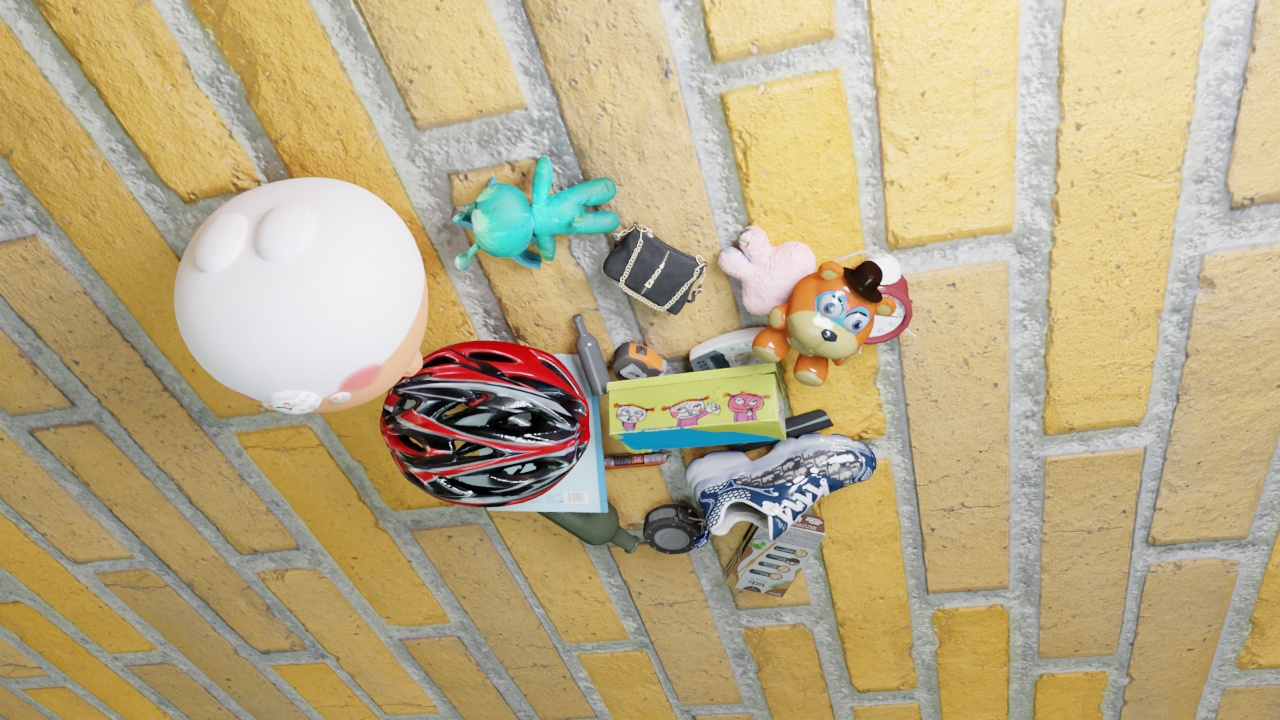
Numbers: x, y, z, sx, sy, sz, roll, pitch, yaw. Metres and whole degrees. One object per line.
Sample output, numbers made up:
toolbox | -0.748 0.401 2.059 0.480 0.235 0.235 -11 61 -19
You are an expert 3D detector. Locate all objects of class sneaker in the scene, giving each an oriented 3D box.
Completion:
sneaker | 0.196 0.188 1.273 0.270 0.132 0.103 -11 140 11

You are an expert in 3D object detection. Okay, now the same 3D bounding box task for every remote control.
remote control | 0.121 -0.008 1.181 0.114 0.028 0.060 -17 129 22
remote control | 0.197 0.101 1.284 0.147 0.015 0.033 -20 128 23

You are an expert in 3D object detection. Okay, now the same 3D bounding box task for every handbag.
handbag | 0.018 -0.112 1.088 0.128 0.054 0.079 29 119 -16

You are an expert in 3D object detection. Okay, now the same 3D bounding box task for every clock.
clock | 0.270 -0.074 1.089 0.096 0.048 0.137 -18 130 22
clock | 0.055 0.259 1.430 0.123 0.043 0.091 -20 128 23

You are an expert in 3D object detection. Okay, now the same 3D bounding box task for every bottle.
bottle | -0.086 0.236 1.406 0.206 0.071 0.072 37 126 -26
bottle | -0.066 -0.009 1.193 0.030 0.030 0.113 -10 116 15

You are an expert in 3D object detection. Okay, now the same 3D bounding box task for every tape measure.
tape measure | -0.007 0.007 1.203 0.058 0.038 0.059 -30 124 30

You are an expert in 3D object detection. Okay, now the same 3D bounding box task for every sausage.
sausage | -0.030 0.150 1.354 0.155 0.020 0.020 -6 132 12

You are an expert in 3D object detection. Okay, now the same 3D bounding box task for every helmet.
helmet | -0.201 0.088 1.171 0.272 0.166 0.218 -1 107 -1

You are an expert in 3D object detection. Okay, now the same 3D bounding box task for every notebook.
notebook | -0.141 0.106 1.281 0.181 0.009 0.254 1 115 7

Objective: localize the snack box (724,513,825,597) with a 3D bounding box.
snack box | 0.211 0.307 1.466 0.101 0.031 0.186 14 133 -7

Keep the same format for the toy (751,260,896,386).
toy | 0.209 -0.048 1.037 0.112 0.096 0.176 29 121 -8

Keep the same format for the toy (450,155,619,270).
toy | -0.117 -0.157 1.021 0.193 0.072 0.131 -12 127 -10

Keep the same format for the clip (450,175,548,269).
clip | -0.148 -0.159 1.074 0.103 0.027 0.120 -29 123 32

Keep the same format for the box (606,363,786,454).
box | 0.074 0.066 1.196 0.221 0.080 0.124 -5 161 15

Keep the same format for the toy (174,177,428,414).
toy | -0.367 -0.059 1.032 0.263 0.265 0.281 -7 145 9

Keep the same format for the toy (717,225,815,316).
toy | 0.145 -0.107 1.073 0.105 0.053 0.109 37 128 -12
